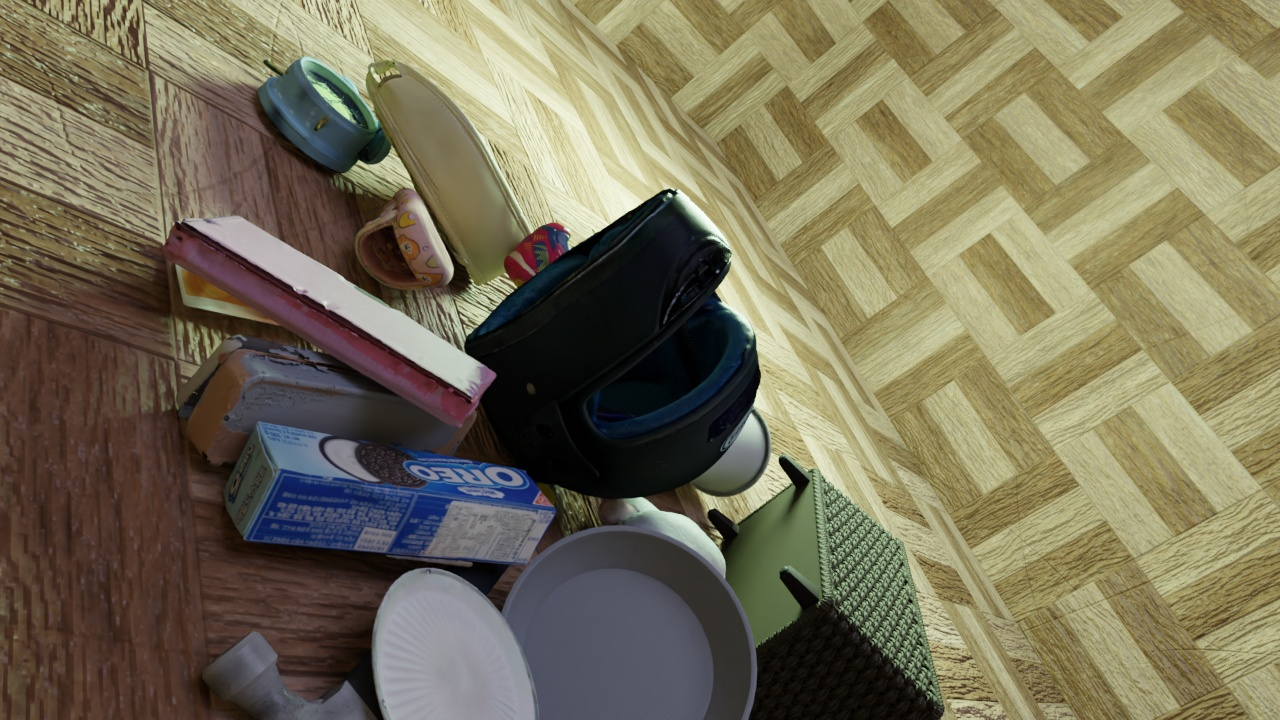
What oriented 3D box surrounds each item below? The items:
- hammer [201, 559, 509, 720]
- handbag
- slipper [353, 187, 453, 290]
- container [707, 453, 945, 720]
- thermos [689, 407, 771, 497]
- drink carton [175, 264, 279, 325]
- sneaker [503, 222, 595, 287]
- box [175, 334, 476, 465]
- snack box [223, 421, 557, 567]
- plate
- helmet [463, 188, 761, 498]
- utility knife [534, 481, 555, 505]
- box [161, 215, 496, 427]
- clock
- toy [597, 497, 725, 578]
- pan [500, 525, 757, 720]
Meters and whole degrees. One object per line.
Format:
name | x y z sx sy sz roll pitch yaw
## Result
hammer | -0.152 0.177 0.630 0.139 0.035 0.311 53 18 -4
handbag | -0.210 -0.196 0.992 0.191 0.088 0.233 49 -10 27
slipper | -0.230 -0.106 0.884 0.093 0.081 0.197 66 -10 -22
container | 0.183 0.268 1.036 0.205 0.177 0.320 46 20 -9
thermos | 0.068 0.098 1.119 0.221 0.132 0.131 18 39 -61
drink carton | -0.300 -0.056 0.709 0.122 0.039 0.069 15 41 -51
sneaker | -0.048 -0.051 1.034 0.242 0.091 0.116 52 -14 -30
box | -0.213 0.040 0.658 0.063 0.081 0.216 44 14 29
snack box | -0.164 0.098 0.637 0.226 0.059 0.059 19 15 -43
plate | -0.118 0.209 0.588 0.157 0.014 0.156 50 20 -26
helmet | -0.005 0.005 0.852 0.236 0.317 0.248 51 51 -12
utility knife | -0.139 0.117 0.786 0.028 0.020 0.213 59 19 22
box | -0.214 -0.031 0.656 0.233 0.037 0.098 32 8 -3
clock | -0.324 -0.256 0.962 0.118 0.060 0.162 52 15 3
toy | 0.011 0.186 0.907 0.179 0.101 0.139 46 -2 41
pan | -0.015 0.287 0.651 0.200 0.051 0.355 11 55 -10
